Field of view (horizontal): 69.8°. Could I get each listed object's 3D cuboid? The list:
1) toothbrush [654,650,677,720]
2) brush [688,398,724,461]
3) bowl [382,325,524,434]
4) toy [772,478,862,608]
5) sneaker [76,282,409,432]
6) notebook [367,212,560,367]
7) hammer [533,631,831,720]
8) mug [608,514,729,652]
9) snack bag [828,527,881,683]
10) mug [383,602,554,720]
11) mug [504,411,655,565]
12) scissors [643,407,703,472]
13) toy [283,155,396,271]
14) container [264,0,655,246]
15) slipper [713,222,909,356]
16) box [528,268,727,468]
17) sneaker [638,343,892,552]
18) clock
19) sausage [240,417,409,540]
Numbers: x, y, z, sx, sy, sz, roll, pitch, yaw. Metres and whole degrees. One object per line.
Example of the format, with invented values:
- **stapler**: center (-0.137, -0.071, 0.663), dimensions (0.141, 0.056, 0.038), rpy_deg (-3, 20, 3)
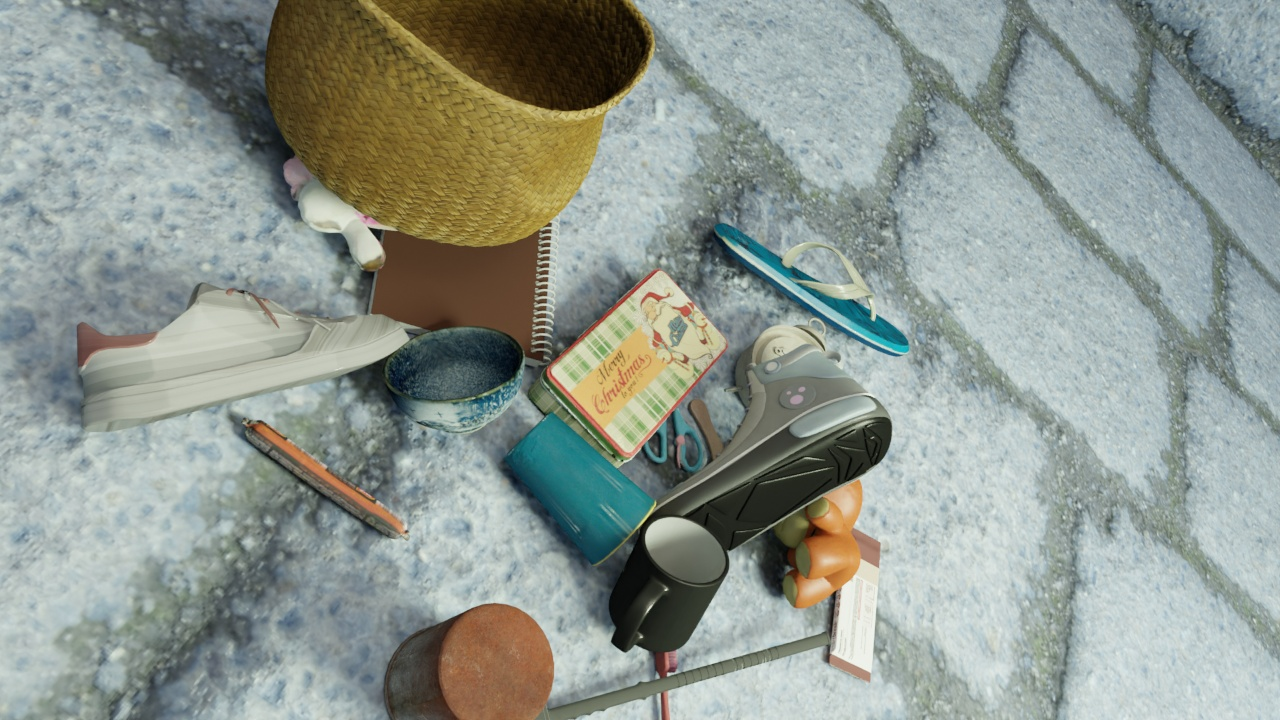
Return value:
- **toothbrush**: center (0.027, 0.335, 0.769), dimensions (0.016, 0.016, 0.189), rpy_deg (16, 58, -34)
- **brush**: center (0.086, 0.099, 0.936), dimensions (0.049, 0.015, 0.135), rpy_deg (-16, 77, -41)
- **bowl**: center (-0.152, 0.025, 0.763), dimensions (0.114, 0.061, 0.114), rpy_deg (0, 33, 0)
- **toy**: center (0.179, 0.155, 0.916), dimensions (0.096, 0.112, 0.175), rpy_deg (18, 48, 11)
- **sneaker**: center (-0.287, -0.019, 0.673), dimensions (0.235, 0.099, 0.089), rpy_deg (-17, 91, -38)
- **notebook**: center (-0.157, -0.107, 0.865), dimensions (0.171, 0.022, 0.208), rpy_deg (16, 58, -27)
- **hammer**: center (0.036, 0.266, 0.788), dimensions (0.324, 0.015, 0.095), rpy_deg (-4, 67, -31)
- **mug**: center (0.014, 0.195, 0.763), dimensions (0.078, 0.088, 0.113), rpy_deg (33, 33, 16)
- **snack bag**: center (0.225, 0.250, 0.959), dimensions (0.057, 0.013, 0.157), rpy_deg (28, 53, -19)
- **mug**: center (-0.122, 0.242, 0.651), dimensions (0.096, 0.110, 0.122), rpy_deg (4, 64, -29)
- **mug**: center (-0.055, 0.106, 0.794), dimensions (0.121, 0.078, 0.077), rpy_deg (46, 48, -1)
- **scissors**: center (0.021, 0.046, 0.924), dimensions (0.075, 0.015, 0.141), rpy_deg (3, 59, -33)
- **toy**: center (-0.257, -0.134, 0.794), dimensions (0.122, 0.038, 0.079), rpy_deg (40, 53, -1)
- **container**: center (-0.165, -0.253, 0.790), dimensions (0.306, 0.197, 0.306), rpy_deg (22, 43, -22)
- **slipper**: center (0.216, -0.091, 1.076), dimensions (0.294, 0.060, 0.118), rpy_deg (29, 26, -18)
- **box**: center (-0.005, 0.005, 0.891), dimensions (0.117, 0.051, 0.204), rpy_deg (46, 50, 1)
- **sneaker**: center (0.098, 0.078, 0.879), dimensions (0.160, 0.256, 0.093), rpy_deg (61, -3, 48)
- **clock**: center (0.162, 0.007, 1.011), dimensions (0.103, 0.061, 0.156), rpy_deg (43, 56, -5)
- **sausage**: center (-0.239, 0.093, 0.701), dimensions (0.155, 0.020, 0.020), rpy_deg (39, 50, -14)
